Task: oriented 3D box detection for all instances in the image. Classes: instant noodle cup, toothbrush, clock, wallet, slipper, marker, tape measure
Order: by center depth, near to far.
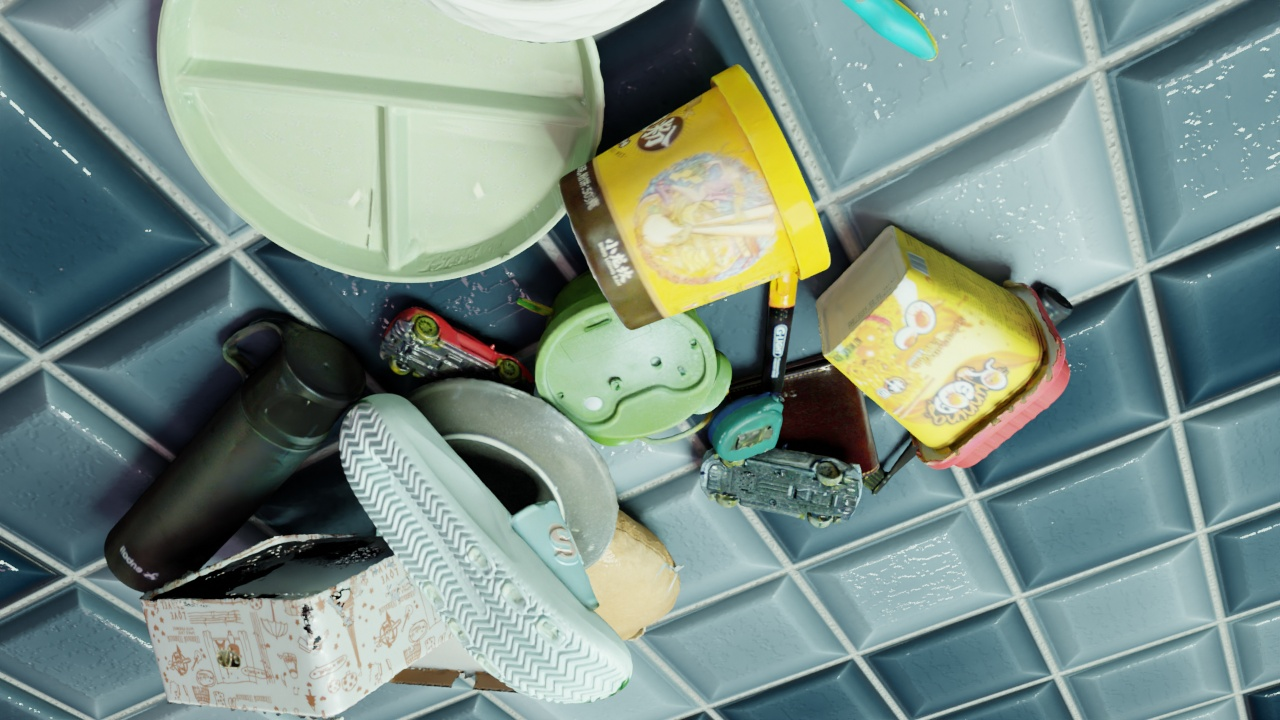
[{"bbox_3d":[0.027,-0.081,0.500,0.114,0.118,0.118,-24,128,8],"label":"instant noodle cup"},{"bbox_3d":[-0.097,0.117,0.589,0.245,0.074,0.104,49,130,6],"label":"slipper"},{"bbox_3d":[0.186,-0.013,0.591,0.123,0.115,0.116,32,121,-15],"label":"instant noodle cup"},{"bbox_3d":[-0.004,0.004,0.614,0.116,0.056,0.161,-21,129,13],"label":"clock"},{"bbox_3d":[0.094,-0.027,0.617,0.018,0.015,0.124,2,125,1],"label":"marker"},{"bbox_3d":[0.075,0.049,0.648,0.054,0.025,0.058,-20,143,-17],"label":"tape measure"},{"bbox_3d":[0.234,0.031,0.681,0.027,0.026,0.213,40,124,8],"label":"toothbrush"},{"bbox_3d":[0.124,0.050,0.691,0.096,0.020,0.122,-17,127,9],"label":"wallet"}]

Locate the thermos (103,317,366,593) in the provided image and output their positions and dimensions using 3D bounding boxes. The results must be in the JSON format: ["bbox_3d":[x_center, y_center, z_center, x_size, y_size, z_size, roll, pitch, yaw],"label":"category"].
[{"bbox_3d":[-0.292,0.066,0.641,0.243,0.068,0.090,-42,89,24],"label":"thermos"}]

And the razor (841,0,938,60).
[{"bbox_3d":[0.101,-0.191,0.479,0.132,0.028,0.043,20,148,-17],"label":"razor"}]

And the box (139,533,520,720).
[{"bbox_3d":[-0.204,0.195,0.680,0.180,0.132,0.271,-7,158,28],"label":"box"}]

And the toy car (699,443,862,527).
[{"bbox_3d":[0.105,0.089,0.689,0.121,0.036,0.054,8,130,9],"label":"toy car"}]

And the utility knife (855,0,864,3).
[{"bbox_3d":[0.081,-0.256,0.398,0.031,0.021,0.208,-21,125,11],"label":"utility knife"}]

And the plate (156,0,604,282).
[{"bbox_3d":[-0.135,-0.142,0.498,0.230,0.027,0.231,-3,130,-4],"label":"plate"}]

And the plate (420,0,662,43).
[{"bbox_3d":[-0.045,-0.240,0.384,0.205,0.045,0.205,-1,116,-1],"label":"plate"}]

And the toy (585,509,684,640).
[{"bbox_3d":[-0.033,0.184,0.752,0.144,0.082,0.226,-13,133,26],"label":"toy"}]

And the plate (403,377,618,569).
[{"bbox_3d":[-0.103,0.092,0.630,0.179,0.024,0.180,8,122,14],"label":"plate"}]

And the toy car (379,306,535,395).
[{"bbox_3d":[-0.120,0.002,0.614,0.106,0.031,0.049,30,135,-19],"label":"toy car"}]

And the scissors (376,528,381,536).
[{"bbox_3d":[-0.208,0.162,0.754,0.133,0.017,0.131,-23,126,9],"label":"scissors"}]
